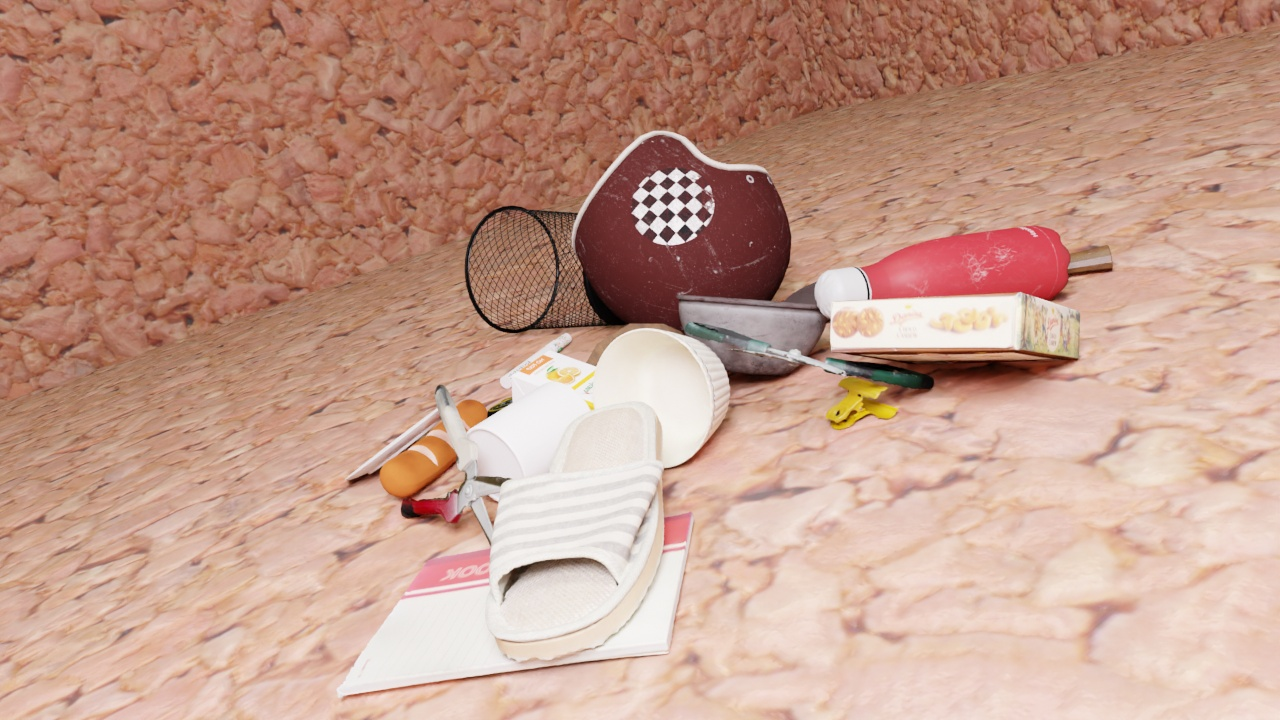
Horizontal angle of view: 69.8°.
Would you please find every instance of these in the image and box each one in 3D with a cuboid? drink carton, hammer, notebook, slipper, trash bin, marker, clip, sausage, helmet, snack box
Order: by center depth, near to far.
[{"bbox_3d":[-0.073,0.155,0.600,0.209,0.012,0.152,-12,17,13],"label":"notebook"},{"bbox_3d":[-0.037,0.094,0.626,0.114,0.054,0.272,-8,23,13],"label":"slipper"},{"bbox_3d":[0.244,-0.022,0.711,0.143,0.041,0.146,-1,-4,41],"label":"snack box"},{"bbox_3d":[0.171,0.034,0.730,0.048,0.046,0.054,4,10,-24],"label":"clip"},{"bbox_3d":[-0.058,0.035,0.849,0.123,0.040,0.058,19,35,27],"label":"drink carton"},{"bbox_3d":[-0.197,0.085,0.892,0.039,0.044,0.163,16,26,14],"label":"sausage"},{"bbox_3d":[0.306,-0.075,0.947,0.324,0.033,0.115,-9,20,22],"label":"hammer"},{"bbox_3d":[0.045,-0.140,1.033,0.233,0.253,0.234,-42,-18,-14],"label":"helmet"},{"bbox_3d":[-0.129,-0.002,1.155,0.017,0.017,0.145,-6,20,31],"label":"marker"},{"bbox_3d":[-0.103,-0.125,1.269,0.211,0.184,0.183,5,27,39],"label":"trash bin"}]

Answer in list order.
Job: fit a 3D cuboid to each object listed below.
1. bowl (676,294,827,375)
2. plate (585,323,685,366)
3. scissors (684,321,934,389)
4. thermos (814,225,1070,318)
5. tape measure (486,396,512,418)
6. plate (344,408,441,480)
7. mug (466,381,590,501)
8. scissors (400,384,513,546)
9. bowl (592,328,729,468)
[{"bbox_3d":[0.104,-0.024,0.866,0.145,0.067,0.145,4,5,-1],"label":"bowl"},{"bbox_3d":[-0.005,0.005,0.907,0.131,0.025,0.131,-16,39,13],"label":"plate"},{"bbox_3d":[0.135,-0.003,0.740,0.204,0.015,0.202,10,8,-24],"label":"scissors"},{"bbox_3d":[0.268,-0.074,0.825,0.239,0.073,0.073,-9,14,-17],"label":"thermos"},{"bbox_3d":[-0.125,0.055,0.936,0.062,0.034,0.061,-18,10,29],"label":"tape measure"},{"bbox_3d":[-0.244,0.084,0.942,0.134,0.011,0.134,-37,6,4],"label":"plate"},{"bbox_3d":[-0.104,0.078,0.801,0.090,0.074,0.111,-33,-3,-44],"label":"mug"},{"bbox_3d":[-0.151,0.089,0.745,0.015,0.179,0.199,15,-36,-34],"label":"scissors"},{"bbox_3d":[0.024,0.027,0.766,0.116,0.115,0.062,-5,5,35],"label":"bowl"}]
